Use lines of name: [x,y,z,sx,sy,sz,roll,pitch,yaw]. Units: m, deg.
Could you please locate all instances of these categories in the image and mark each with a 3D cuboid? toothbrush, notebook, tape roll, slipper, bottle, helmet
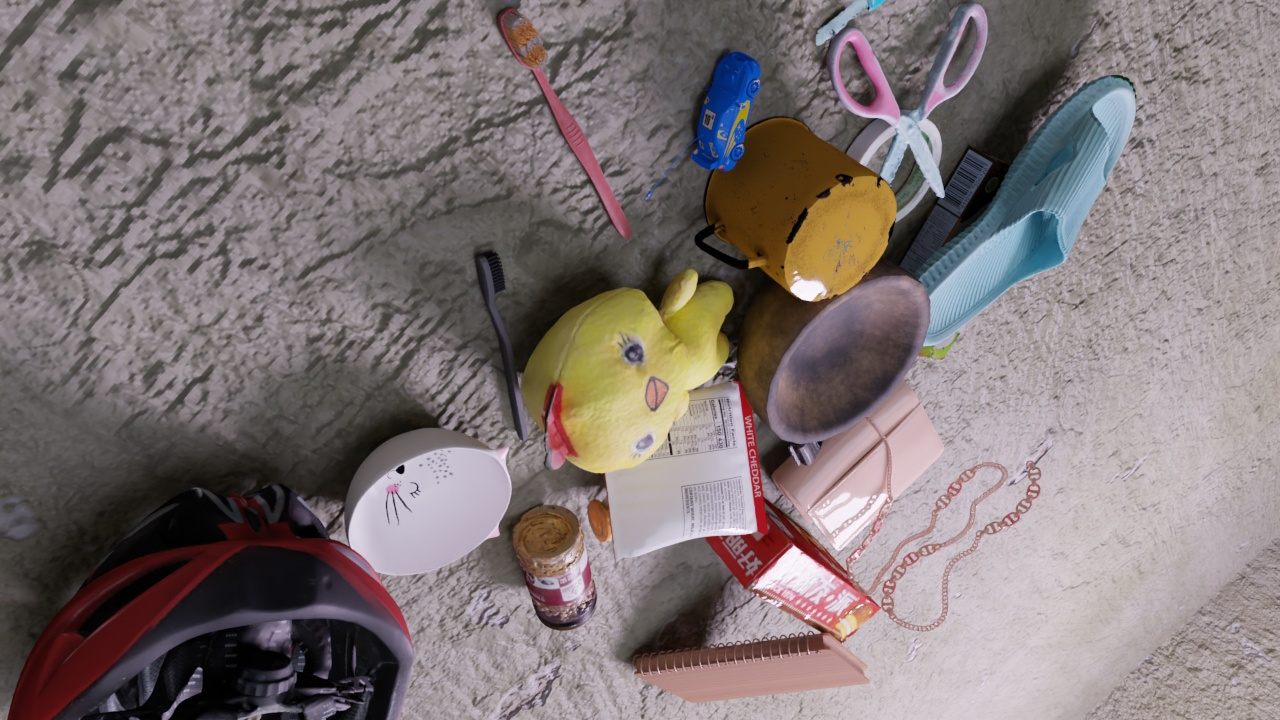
toothbrush: [-0.093,-0.004,0.631,0.013,0.013,0.168,-29,137,-26]
notebook: [0.118,0.328,0.971,0.211,0.022,0.169,-15,145,22]
tape roll: [0.195,-0.148,0.719,0.093,0.018,0.094,-20,135,-22]
slipper: [0.322,-0.108,0.762,0.276,0.069,0.116,-48,141,8]
bottle: [-0.070,0.173,0.763,0.056,0.056,0.105,-25,135,-18]
bottle: [0.010,0.120,0.772,0.108,0.063,0.063,-15,132,-27]
toothbrush: [-0.038,-0.134,0.561,0.015,0.016,0.184,-42,140,-9]
helmet: [-0.261,0.204,0.565,0.217,0.167,0.272,5,121,-39]

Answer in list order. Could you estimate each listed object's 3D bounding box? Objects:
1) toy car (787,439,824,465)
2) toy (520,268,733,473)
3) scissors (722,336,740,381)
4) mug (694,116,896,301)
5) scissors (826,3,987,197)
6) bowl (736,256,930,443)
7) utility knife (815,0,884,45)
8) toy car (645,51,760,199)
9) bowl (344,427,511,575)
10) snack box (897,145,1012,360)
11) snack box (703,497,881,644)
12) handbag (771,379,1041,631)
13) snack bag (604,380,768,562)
toy car: [0.158,0.048,0.822,0.092,0.037,0.040,-64,144,-25]
toy: [-0.004,0.004,0.651,0.207,0.092,0.134,-23,124,-34]
scissors: [0.122,-0.027,0.771,0.159,0.014,0.120,-33,137,-5]
mug: [0.102,-0.098,0.635,0.123,0.094,0.101,-29,137,-14]
scissors: [0.202,-0.192,0.671,0.175,0.013,0.170,-47,124,-5]
bowl: [0.145,-0.017,0.729,0.162,0.070,0.162,-21,136,-22]
utility knife: [0.175,-0.258,0.615,0.149,0.015,0.022,-40,122,1]
toy car: [0.037,-0.149,0.587,0.061,0.033,0.092,-15,132,-35]
bowl: [-0.152,0.090,0.636,0.114,0.050,0.115,-20,134,-22]
snack box: [0.282,-0.090,0.821,0.100,0.031,0.186,6,120,-40]
snack box: [0.141,0.194,0.895,0.060,0.113,0.236,-46,138,4]
handbag: [0.245,0.110,0.846,0.198,0.187,0.116,-42,132,-4]
snack bag: [0.037,0.084,0.734,0.143,0.039,0.130,-5,85,-28]
